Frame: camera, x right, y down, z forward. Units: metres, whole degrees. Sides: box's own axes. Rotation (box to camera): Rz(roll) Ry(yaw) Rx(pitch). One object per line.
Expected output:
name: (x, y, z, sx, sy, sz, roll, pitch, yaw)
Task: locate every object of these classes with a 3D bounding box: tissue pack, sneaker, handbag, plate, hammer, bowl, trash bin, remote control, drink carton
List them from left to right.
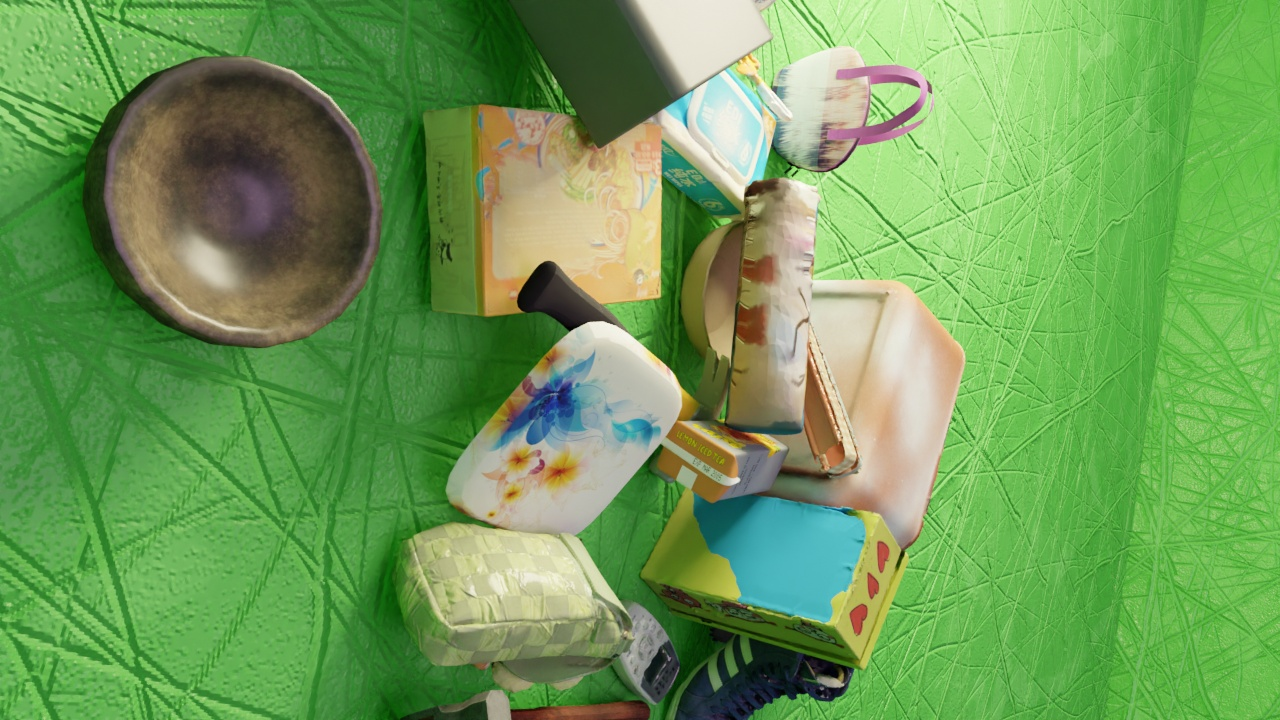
bowl: (-0.238, -0.089, 0.534, 0.161, 0.070, 0.162, -6, 98, -49)
handbag: (-0.103, 0.193, 0.701, 0.186, 0.113, 0.117, 12, 116, -36)
hammer: (-0.076, 0.293, 0.750, 0.300, 0.111, 0.028, 31, 42, -56)
plate: (-0.049, 0.068, 0.730, 0.187, 0.016, 0.187, -50, 144, 1)
trash bin: (-0.019, -0.298, 0.684, 0.220, 0.098, 0.191, 58, 42, -12)
hammer: (-0.005, 0.004, 0.764, 0.127, 0.029, 0.323, -54, 147, -5)
remote control: (0.000, 0.276, 0.873, 0.060, 0.028, 0.114, -49, 128, -34)
tissue pack: (0.061, -0.219, 0.872, 0.209, 0.066, 0.117, 31, 71, -48)
drink carton: (0.079, 0.090, 0.847, 0.124, 0.076, 0.048, 4, 113, -57)
bowl: (0.087, -0.065, 0.920, 0.152, 0.050, 0.152, -13, 107, -48)
sneaker: (0.127, 0.319, 0.891, 0.091, 0.118, 0.233, 38, 89, -28)
trash bin: (0.214, 0.050, 0.986, 0.157, 0.182, 0.259, 38, 66, -42)
handbag: (0.225, -0.267, 0.972, 0.068, 0.170, 0.144, 15, 82, -49)

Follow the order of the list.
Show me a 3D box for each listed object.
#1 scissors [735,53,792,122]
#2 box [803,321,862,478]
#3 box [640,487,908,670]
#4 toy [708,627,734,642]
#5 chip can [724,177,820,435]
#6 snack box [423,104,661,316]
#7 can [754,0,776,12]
scissors: (0.110, -0.286, 0.913, 0.130, 0.011, 0.125, 48, 25, -3)
box: (0.165, 0.025, 0.885, 0.058, 0.060, 0.186, 98, -19, -55)
box: (0.123, 0.196, 0.862, 0.082, 0.221, 0.124, 54, 53, -37)
toy: (0.127, 0.289, 0.999, 0.087, 0.056, 0.106, -49, 129, -33)
chip can: (0.122, -0.049, 0.841, 0.079, 0.080, 0.229, 19, 73, -48)
snack box: (-0.074, -0.116, 0.712, 0.194, 0.081, 0.145, -10, 104, -49)
can: (0.074, -0.379, 0.859, 0.136, 0.078, 0.078, 1, 93, -49)
